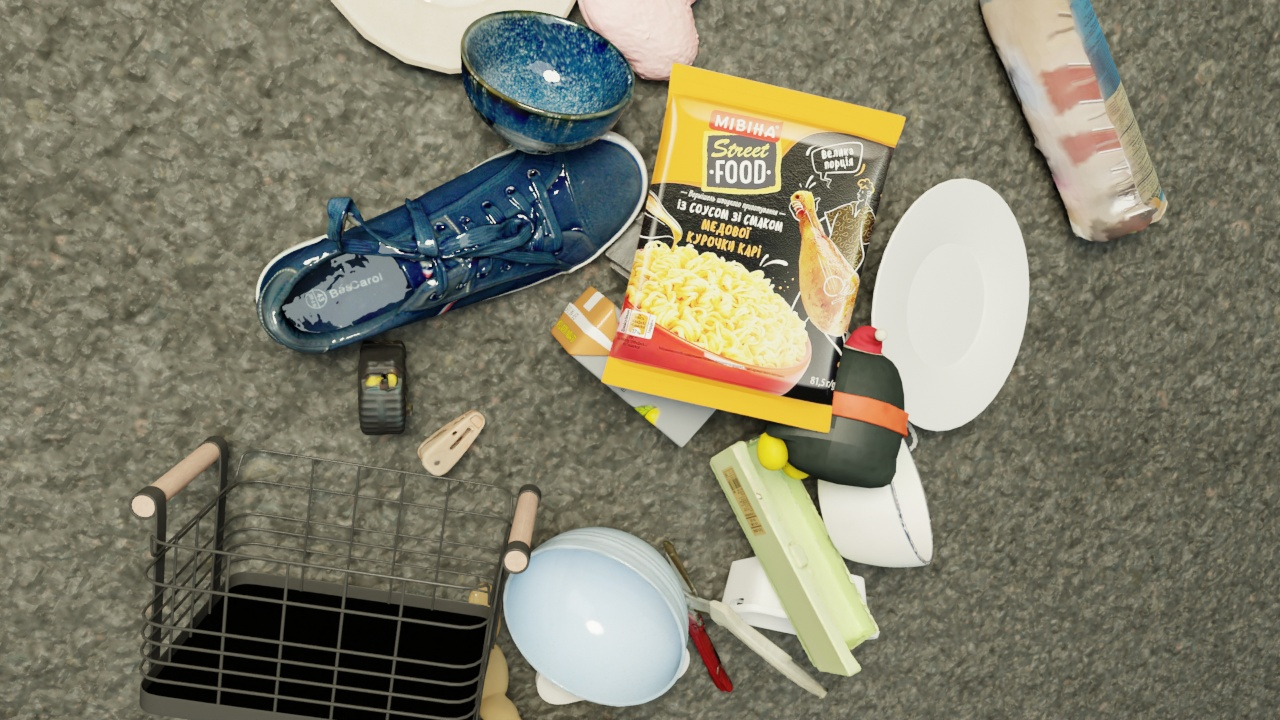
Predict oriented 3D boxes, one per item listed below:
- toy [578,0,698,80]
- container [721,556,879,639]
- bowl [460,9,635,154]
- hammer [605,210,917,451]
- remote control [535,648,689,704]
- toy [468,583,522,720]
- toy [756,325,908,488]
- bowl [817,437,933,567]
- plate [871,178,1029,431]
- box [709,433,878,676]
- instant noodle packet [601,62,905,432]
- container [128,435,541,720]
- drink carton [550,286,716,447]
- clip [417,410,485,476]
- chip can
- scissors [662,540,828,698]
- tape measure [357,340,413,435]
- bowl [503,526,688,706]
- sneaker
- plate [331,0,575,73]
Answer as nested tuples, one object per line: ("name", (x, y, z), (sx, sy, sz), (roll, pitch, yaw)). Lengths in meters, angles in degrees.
("toy", (0.009, -0.258, 0.649), (0.108, 0.053, 0.105), (36, 82, -38))
("container", (0.133, 0.205, 0.790), (0.129, 0.081, 0.049), (17, 67, -18))
("bowl", (-0.065, -0.173, 0.607), (0.114, 0.114, 0.061), (5, 139, -16))
("hammer", (0.138, -0.035, 0.738), (0.177, 0.079, 0.326), (-45, 116, 0))
("remote control", (-0.023, 0.269, 0.801), (0.136, 0.013, 0.043), (-6, 106, -13))
("toy", (-0.155, 0.259, 0.726), (0.105, 0.134, 0.108), (23, 126, -41))
("toy", (0.151, 0.035, 0.684), (0.097, 0.100, 0.119), (25, 77, -60))
("bowl", (0.191, 0.116, 0.753), (0.066, 0.116, 0.116), (-17, 112, 25))
("plate", (0.258, -0.045, 0.766), (0.208, 0.015, 0.209), (-7, 102, -35))
("box", (0.115, 0.150, 0.724), (0.064, 0.130, 0.188), (-30, 82, 16))
("instant noodle packet", (0.075, -0.074, 0.623), (0.160, 0.032, 0.221), (13, 95, -2))
("container", (-0.199, 0.147, 0.622), (0.241, 0.162, 0.130), (9, 104, -4))
("drink carton", (-0.004, 0.004, 0.707), (0.125, 0.076, 0.048), (41, 91, -25))
("clip", (-0.148, 0.062, 0.713), (0.060, 0.041, 0.024), (-46, 112, -21))
("chip can", (0.352, -0.208, 0.746), (0.080, 0.080, 0.229), (-35, 110, -4))
("scissors", (0.072, 0.227, 0.762), (0.015, 0.179, 0.199), (-45, 132, -33))
("tape measure", (-0.184, 0.023, 0.664), (0.038, 0.067, 0.063), (-1, 104, -15))
("bowl", (-0.026, 0.192, 0.735), (0.151, 0.074, 0.151), (8, 115, 17))
("sneaker", (-0.122, -0.082, 0.626), (0.294, 0.127, 0.121), (-24, 110, -10))
("plate", (-0.128, -0.292, 0.619), (0.188, 0.027, 0.189), (-4, 105, -14))
